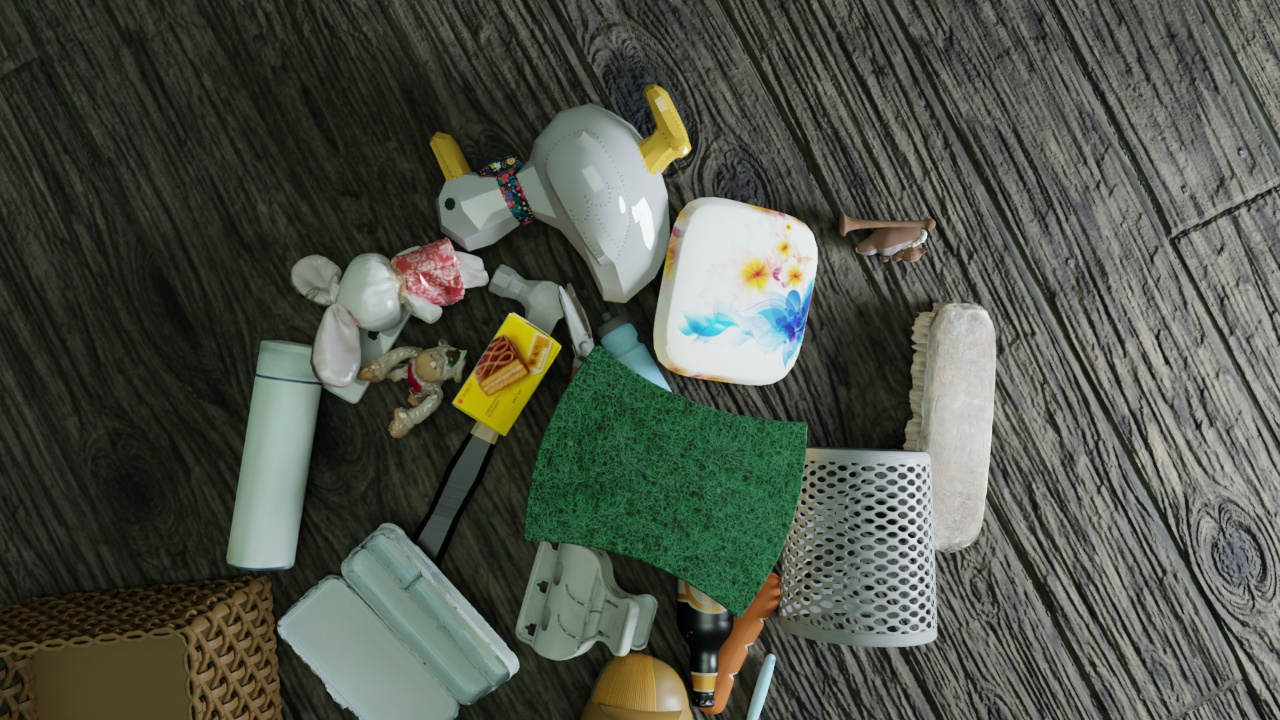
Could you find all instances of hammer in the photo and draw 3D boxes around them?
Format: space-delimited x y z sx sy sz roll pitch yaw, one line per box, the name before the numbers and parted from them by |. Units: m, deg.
hammer | -0.159 0.068 0.969 0.131 0.039 0.328 27 88 -5

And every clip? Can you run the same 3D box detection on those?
clip | -0.059 0.253 0.951 0.144 0.074 0.124 16 91 27

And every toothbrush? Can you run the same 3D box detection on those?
toothbrush | 0.121 0.394 0.996 0.022 0.016 0.155 17 88 -36

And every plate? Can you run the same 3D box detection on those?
plate | 0.106 -0.068 0.956 0.186 0.016 0.187 8 96 -29

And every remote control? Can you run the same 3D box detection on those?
remote control | -0.283 -0.026 0.973 0.045 0.008 0.146 30 86 -4

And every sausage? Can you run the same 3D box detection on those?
sausage | 0.103 0.301 0.984 0.044 0.039 0.164 30 87 -14

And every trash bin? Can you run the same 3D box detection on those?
trash bin | 0.222 0.182 0.940 0.156 0.156 0.183 2 86 -5

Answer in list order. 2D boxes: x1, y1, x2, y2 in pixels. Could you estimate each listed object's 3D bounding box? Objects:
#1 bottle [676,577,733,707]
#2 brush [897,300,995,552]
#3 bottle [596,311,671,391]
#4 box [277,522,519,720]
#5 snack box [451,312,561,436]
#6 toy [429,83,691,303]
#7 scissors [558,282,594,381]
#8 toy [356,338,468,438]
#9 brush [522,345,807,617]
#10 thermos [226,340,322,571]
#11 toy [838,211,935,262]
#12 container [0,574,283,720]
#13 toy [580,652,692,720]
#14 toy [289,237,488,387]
bottle | 0.068 0.265 0.957 0.059 0.059 0.181 3 79 -5
brush | 0.333 0.069 0.996 0.083 0.057 0.271 4 90 -8
bottle | -0.006 0.006 0.979 0.040 0.040 0.130 -30 92 -4
box | -0.250 0.292 0.953 0.193 0.061 0.210 -43 92 18
snack box | -0.130 0.012 0.910 0.061 0.083 0.105 33 88 -5
toy | -0.072 -0.171 0.932 0.268 0.140 0.246 -31 93 8
scissors | -0.054 0.017 0.956 0.188 0.015 0.146 37 89 -25
toy | -0.220 0.020 0.939 0.106 0.074 0.085 -27 88 14
brush | 0.023 0.117 0.899 0.250 0.075 0.195 20 83 -2
thermos | -0.370 0.095 0.936 0.068 0.068 0.230 9 88 -4
toy | 0.267 -0.133 1.000 0.102 0.041 0.055 1 128 5
container | -0.492 0.339 0.849 0.251 0.214 0.219 -5 90 -5
toy | -0.004 0.401 0.923 0.198 0.163 0.203 6 78 -5
toy | -0.252 -0.071 0.930 0.194 0.084 0.159 -22 64 -12
